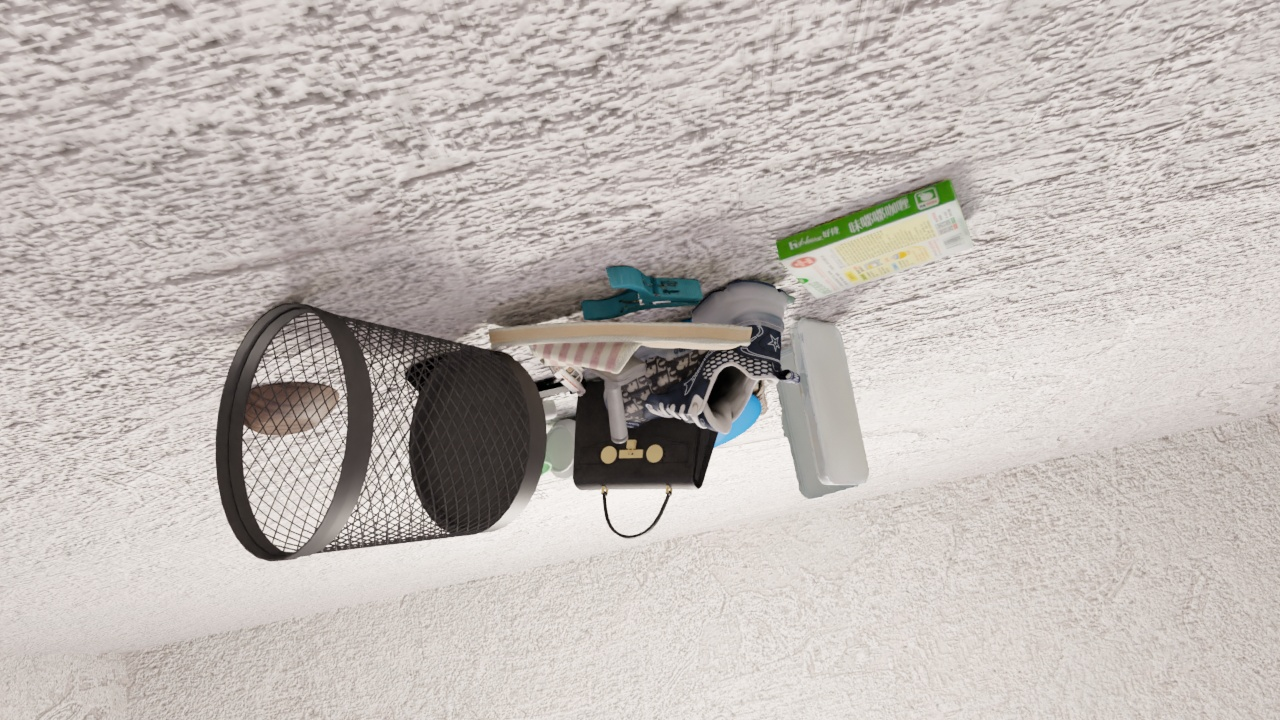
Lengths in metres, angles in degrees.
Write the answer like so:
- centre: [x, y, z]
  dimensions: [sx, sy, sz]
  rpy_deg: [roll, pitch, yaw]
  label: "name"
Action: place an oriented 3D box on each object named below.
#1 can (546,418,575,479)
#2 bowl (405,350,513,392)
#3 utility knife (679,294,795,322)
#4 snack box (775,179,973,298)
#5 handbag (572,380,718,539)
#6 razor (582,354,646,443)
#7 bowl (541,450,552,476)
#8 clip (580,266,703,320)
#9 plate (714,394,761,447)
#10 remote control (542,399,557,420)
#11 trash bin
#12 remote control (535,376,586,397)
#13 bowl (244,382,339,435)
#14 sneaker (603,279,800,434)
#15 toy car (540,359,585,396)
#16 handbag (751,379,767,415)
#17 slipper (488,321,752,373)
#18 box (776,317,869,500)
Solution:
- centre: [-0.072, 0.134, 1.376]
  dimensions: [0.088, 0.087, 0.139]
  rpy_deg: [-25, 158, 37]
  label: "can"
- centre: [-0.201, 0.035, 1.042]
  dimensions: [0.124, 0.052, 0.124]
  rpy_deg: [-10, 162, -4]
  label: "bowl"
- centre: [0.068, -0.042, 1.043]
  dimensions: [0.221, 0.015, 0.031]
  rpy_deg: [-15, 157, 14]
  label: "utility knife"
- centre: [0.232, -0.114, 0.899]
  dimensions: [0.168, 0.027, 0.132]
  rpy_deg: [-18, 161, 22]
  label: "snack box"
- centre: [-0.001, 0.125, 1.132]
  dimensions: [0.176, 0.195, 0.072]
  rpy_deg: [-5, 150, 28]
  label: "handbag"
- centre: [-0.029, 0.042, 1.028]
  dimensions: [0.047, 0.116, 0.088]
  rpy_deg: [-26, -144, -30]
  label: "razor"
- centre: [-0.204, 0.130, 1.296]
  dimensions: [0.151, 0.077, 0.151]
  rpy_deg: [-10, 162, -3]
  label: "bowl"
- centre: [-0.004, -0.070, 0.895]
  dimensions: [0.122, 0.033, 0.120]
  rpy_deg: [-14, 159, 7]
  label: "clip"
- centre: [0.065, 0.102, 1.303]
  dimensions: [0.224, 0.024, 0.225]
  rpy_deg: [-10, 153, -5]
  label: "plate"
- centre: [-0.164, 0.073, 1.193]
  dimensions: [0.114, 0.028, 0.060]
  rpy_deg: [-10, 176, -41]
  label: "remote control"
- centre: [-0.235, 0.071, 0.861]
  dimensions: [0.218, 0.217, 0.227]
  rpy_deg: [-25, 159, 36]
  label: "trash bin"
- centre: [-0.144, 0.041, 1.162]
  dimensions: [0.150, 0.013, 0.034]
  rpy_deg: [-13, 166, 4]
  label: "remote control"
- centre: [-0.399, 0.060, 1.029]
  dimensions: [0.119, 0.032, 0.119]
  rpy_deg: [-10, 162, -4]
  label: "bowl"
- centre: [0.061, 0.030, 1.012]
  dimensions: [0.103, 0.132, 0.270]
  rpy_deg: [17, 141, -40]
  label: "sneaker"
- centre: [-0.084, 0.009, 1.070]
  dimensions: [0.039, 0.039, 0.113]
  rpy_deg: [-35, 161, 2]
  label: "toy car"
- centre: [0.123, 0.062, 1.345]
  dimensions: [0.124, 0.047, 0.186]
  rpy_deg: [-12, 163, 6]
  label: "handbag"
- centre: [-0.021, -0.013, 0.916]
  dimensions: [0.263, 0.052, 0.115]
  rpy_deg: [-1, -179, 7]
  label: "slipper"
- centre: [0.206, 0.064, 1.135]
  dimensions: [0.105, 0.210, 0.129]
  rpy_deg: [9, 152, -44]
  label: "box"
